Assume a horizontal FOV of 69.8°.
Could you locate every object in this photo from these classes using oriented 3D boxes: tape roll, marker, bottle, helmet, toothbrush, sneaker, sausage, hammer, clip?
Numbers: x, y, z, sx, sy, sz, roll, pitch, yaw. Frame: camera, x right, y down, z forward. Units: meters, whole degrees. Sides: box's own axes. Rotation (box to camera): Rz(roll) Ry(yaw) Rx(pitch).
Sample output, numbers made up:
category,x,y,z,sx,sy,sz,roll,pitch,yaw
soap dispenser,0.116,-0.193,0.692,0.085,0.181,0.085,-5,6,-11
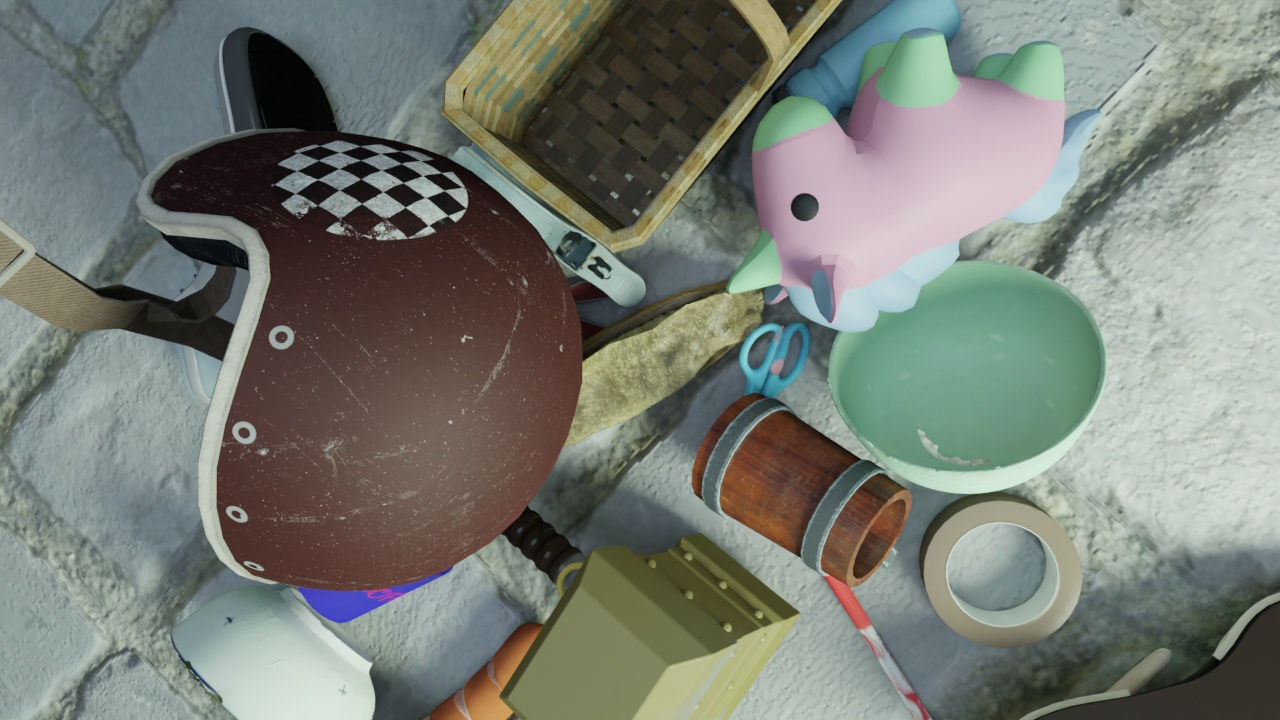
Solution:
category,x,y,z,sx,sy,sz,roll,pitch,yaw
tape roll,0.228,0.133,0.586,0.094,0.030,0.093,1,93,12
marker,0.157,0.189,0.614,0.013,0.012,0.142,-33,87,11
bottle,0.137,-0.186,0.582,0.130,0.040,0.040,-35,86,11
helmet,-0.158,-0.008,0.465,0.253,0.233,0.234,30,140,16
toothbrush,0.274,0.249,0.592,0.018,0.015,0.181,41,101,0
sneaker,0.344,0.236,0.546,0.294,0.116,0.111,-24,52,-3
sausage,-0.120,0.249,0.660,0.164,0.039,0.044,-43,110,11
sneaker,-0.290,-0.094,0.659,0.161,0.093,0.256,-15,89,20
hammer,-0.075,0.110,0.598,0.325,0.190,0.101,36,100,25
clip,-0.077,-0.108,0.610,0.031,0.169,0.164,-47,42,10

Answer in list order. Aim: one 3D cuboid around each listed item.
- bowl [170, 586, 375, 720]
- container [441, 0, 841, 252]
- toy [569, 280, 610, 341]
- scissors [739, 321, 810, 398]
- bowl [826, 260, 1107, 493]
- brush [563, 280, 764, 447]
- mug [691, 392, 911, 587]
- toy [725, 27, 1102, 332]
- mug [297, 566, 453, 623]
category,x,y,z,sx,sy,sz,roll,pitch,yaw
bowl,-0.242,0.213,0.640,0.153,0.154,0.072,41,71,7
container,0.014,-0.195,0.517,0.157,0.186,0.250,39,90,7
toy,-0.071,-0.037,0.639,0.111,0.030,0.049,4,94,-1
scissors,0.075,0.036,0.613,0.015,0.055,0.136,34,112,52
bowl,0.194,0.020,0.550,0.151,0.077,0.150,-13,50,15
brush,-0.004,0.004,0.613,0.195,0.043,0.059,-29,104,7
mug,0.106,0.087,0.575,0.111,0.117,0.081,31,81,34
toy,0.163,-0.100,0.539,0.222,0.120,0.171,2,99,-10
mug,-0.193,0.117,0.653,0.084,0.079,0.111,-28,70,12
